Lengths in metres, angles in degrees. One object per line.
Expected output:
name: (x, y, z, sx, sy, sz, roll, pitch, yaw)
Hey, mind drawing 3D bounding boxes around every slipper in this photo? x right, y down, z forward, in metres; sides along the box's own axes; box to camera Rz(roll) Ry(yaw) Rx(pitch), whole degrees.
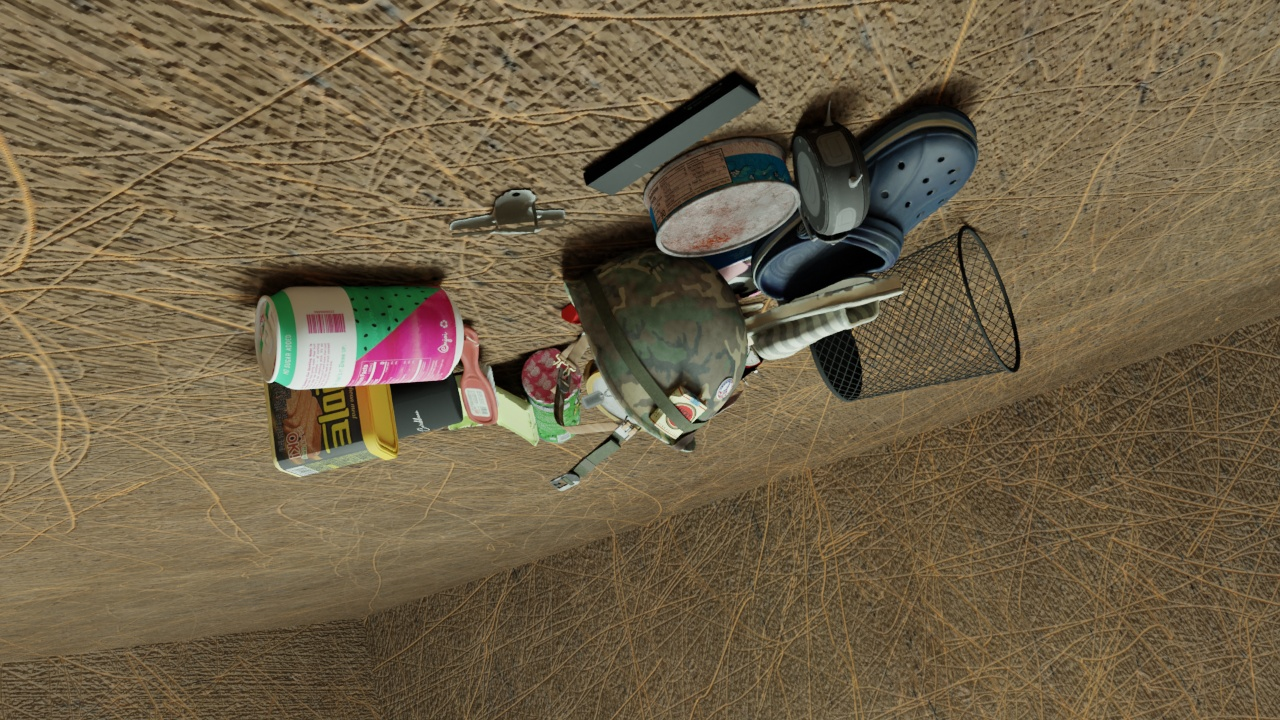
slipper: (0.154, -0.032, 0.979, 0.273, 0.054, 0.114, -18, 180, 44)
slipper: (0.208, -0.123, 0.846, 0.105, 0.095, 0.254, 23, 137, -31)

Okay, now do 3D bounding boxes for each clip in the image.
clip: (-0.104, -0.121, 0.759, 0.101, 0.041, 0.054, -11, -179, -20)

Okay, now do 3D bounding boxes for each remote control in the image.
remote control: (0.022, -0.172, 0.710, 0.150, 0.013, 0.034, -27, 160, 30)

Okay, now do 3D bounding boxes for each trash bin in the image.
trash bin: (0.335, -0.044, 1.150, 0.211, 0.184, 0.183, -20, 164, 33)

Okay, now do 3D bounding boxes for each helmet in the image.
helmet: (-0.004, 0.005, 0.922, 0.236, 0.192, 0.224, -25, 124, -1)

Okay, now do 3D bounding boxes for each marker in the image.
marker: (-0.030, -0.048, 1.053, 0.024, 0.021, 0.144, 0, 177, 41)

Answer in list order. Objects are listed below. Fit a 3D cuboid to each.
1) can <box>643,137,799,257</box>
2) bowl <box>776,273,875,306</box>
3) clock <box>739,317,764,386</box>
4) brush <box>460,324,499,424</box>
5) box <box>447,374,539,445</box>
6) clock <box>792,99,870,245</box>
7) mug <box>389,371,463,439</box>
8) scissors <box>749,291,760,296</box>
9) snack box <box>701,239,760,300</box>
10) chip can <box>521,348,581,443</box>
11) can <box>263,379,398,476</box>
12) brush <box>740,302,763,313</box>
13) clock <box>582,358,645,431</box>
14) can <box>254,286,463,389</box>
can: (0.071, -0.140, 0.805, 0.130, 0.044, 0.130, -14, 163, -5)
bowl: (0.204, -0.095, 1.045, 0.115, 0.059, 0.116, -14, 163, -5)
clock: (0.100, 0.014, 1.172, 0.154, 0.065, 0.115, -44, -167, -29)
brush: (-0.185, 0.011, 1.034, 0.041, 0.030, 0.173, 6, 140, 6)
box: (-0.199, 0.063, 1.197, 0.140, 0.048, 0.188, 13, 161, 3)
clock: (0.161, -0.150, 0.771, 0.044, 0.091, 0.123, -15, 158, -3)
mug: (-0.255, 0.031, 1.027, 0.088, 0.078, 0.114, -15, 138, -4)
scissors: (0.063, -0.069, 1.067, 0.170, 0.014, 0.169, -4, 154, -38)
snack box: (0.149, -0.116, 0.963, 0.154, 0.033, 0.088, -21, 157, 17)
chip can: (-0.113, 0.052, 1.211, 0.075, 0.075, 0.223, -14, 164, -8)
can: (-0.305, 0.041, 0.900, 0.101, 0.130, 0.072, -14, 164, 1)
brush: (0.057, -0.049, 1.146, 0.217, 0.012, 0.033, -11, 163, -19)
clock: (-0.005, 0.023, 1.114, 0.117, 0.081, 0.159, 40, 145, -21)
can: (-0.248, -0.022, 0.818, 0.165, 0.088, 0.088, -4, 160, -36)
